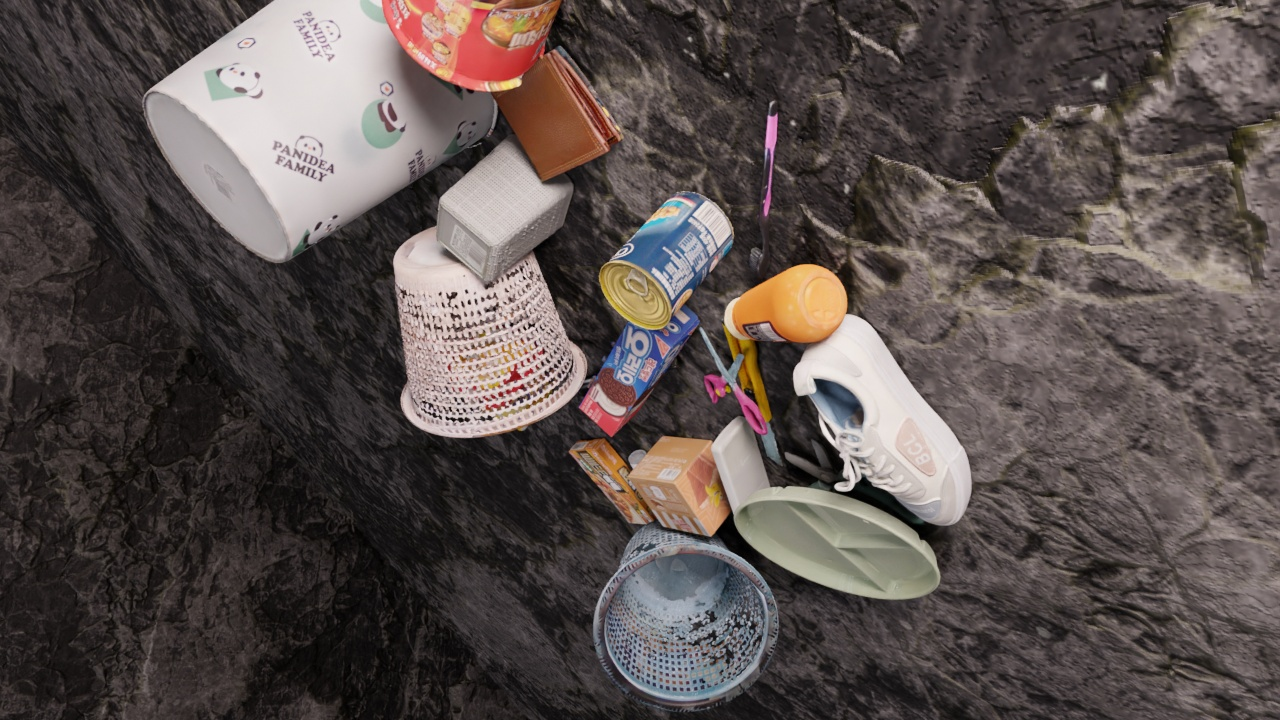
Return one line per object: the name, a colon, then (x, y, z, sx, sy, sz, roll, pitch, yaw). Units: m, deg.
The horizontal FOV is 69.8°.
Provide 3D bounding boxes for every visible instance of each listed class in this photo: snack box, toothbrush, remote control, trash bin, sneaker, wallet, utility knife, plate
snack box: (-0.006, 0.006, 1.017, 0.058, 0.057, 0.208, 42, 143, 8)
toothbrush: (-0.018, 0.018, 1.112, 0.213, 0.026, 0.027, -16, 82, 55)
remote control: (0.118, 0.132, 1.061, 0.021, 0.058, 0.150, 21, 144, 39)
toothbrush: (0.102, -0.137, 0.764, 0.018, 0.014, 0.189, 40, 153, 30)
trash bin: (0.051, 0.306, 1.206, 0.226, 0.227, 0.195, 49, -173, -12)
snack box: (-0.034, 0.178, 1.346, 0.154, 0.026, 0.075, 52, 150, -17)
trash bin: (-0.189, -0.051, 1.062, 0.228, 0.226, 0.192, 18, 131, 37)
sneaker: (0.218, 0.077, 0.831, 0.242, 0.090, 0.090, 53, 151, -20)
wallet: (-0.082, -0.228, 0.855, 0.125, 0.032, 0.101, -8, 121, 54)
utility knife: (0.122, 0.037, 0.972, 0.033, 0.015, 0.231, 20, 145, 39)
snack box: (0.057, 0.155, 1.148, 0.093, 0.076, 0.094, -1, 129, 51)
plate: (0.215, 0.201, 1.014, 0.230, 0.027, 0.231, 20, 151, 11)
toothbrush: (0.034, 0.212, 1.305, 0.027, 0.026, 0.221, -15, 126, 14)
trash bin: (-0.306, -0.241, 0.883, 0.230, 0.251, 0.230, 31, 149, 21)

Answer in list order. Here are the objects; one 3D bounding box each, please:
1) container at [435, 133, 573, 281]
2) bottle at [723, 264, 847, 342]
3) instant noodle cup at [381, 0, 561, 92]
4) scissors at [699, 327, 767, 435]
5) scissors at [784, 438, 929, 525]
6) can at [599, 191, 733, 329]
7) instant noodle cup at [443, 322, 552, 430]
container: (-0.143, -0.153, 0.942, 0.090, 0.114, 0.090, 40, 151, 6)
bottle: (0.119, -0.044, 0.824, 0.067, 0.066, 0.150, 50, 158, -13)
instant noodle cup: (-0.120, -0.298, 0.709, 0.138, 0.137, 0.109, 45, 143, -5)
scissors: (0.096, 0.026, 0.964, 0.136, 0.017, 0.134, 56, 161, 15)
scissors: (0.235, 0.155, 0.990, 0.175, 0.019, 0.170, 19, 145, 34)
can: (0.025, -0.091, 0.821, 0.075, 0.110, 0.075, 29, 148, 20)
instant noodle cup: (-0.186, 0.027, 1.253, 0.116, 0.116, 0.124, 26, 159, 27)
